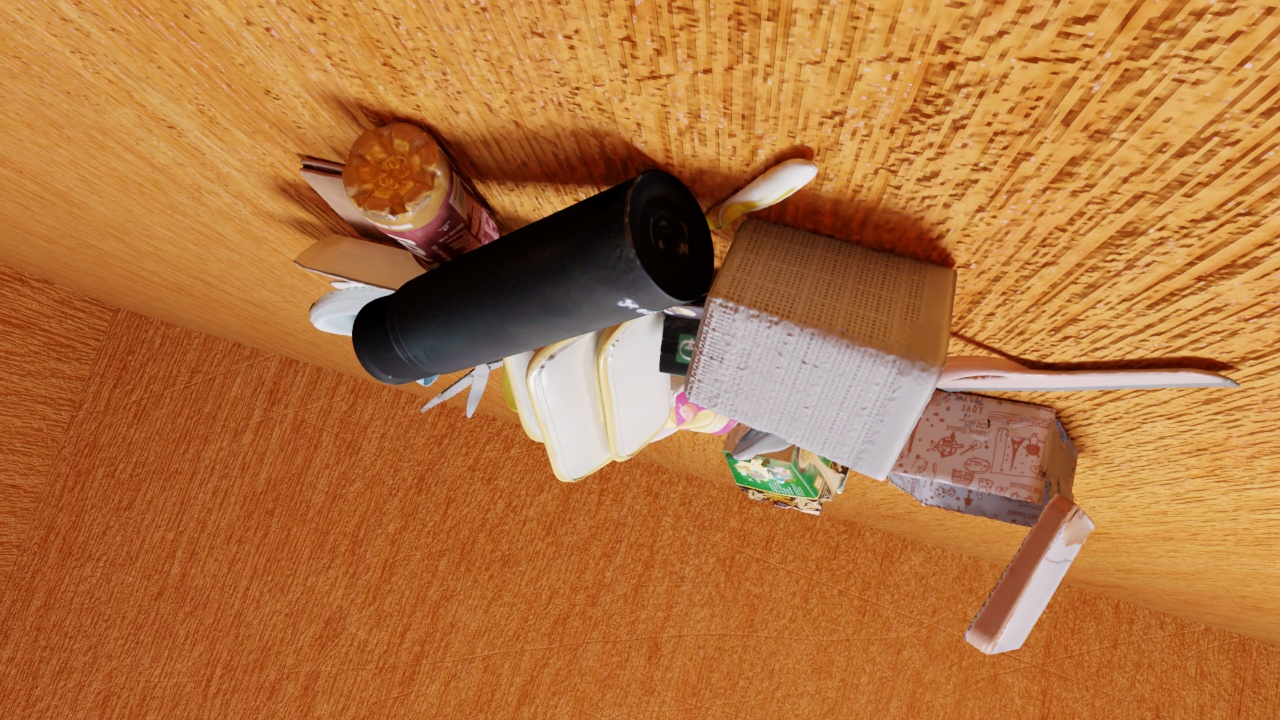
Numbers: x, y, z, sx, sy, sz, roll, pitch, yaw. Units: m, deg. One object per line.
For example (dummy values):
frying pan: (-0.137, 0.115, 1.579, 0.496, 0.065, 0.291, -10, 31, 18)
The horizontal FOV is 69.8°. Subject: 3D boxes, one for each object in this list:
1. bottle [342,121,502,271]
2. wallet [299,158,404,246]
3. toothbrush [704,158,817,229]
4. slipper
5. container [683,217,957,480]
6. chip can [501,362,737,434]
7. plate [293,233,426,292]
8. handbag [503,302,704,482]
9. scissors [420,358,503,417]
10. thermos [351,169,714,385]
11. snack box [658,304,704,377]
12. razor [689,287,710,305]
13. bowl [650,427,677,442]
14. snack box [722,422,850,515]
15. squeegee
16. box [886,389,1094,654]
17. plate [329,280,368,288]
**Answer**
bottle: (-0.124, -0.085, 0.575, 0.057, 0.057, 0.175, 15, 170, 10)
wallet: (-0.178, -0.108, 0.665, 0.101, 0.020, 0.115, 13, 168, 13)
toothbrush: (0.043, -0.072, 0.478, 0.016, 0.018, 0.192, 18, 171, -15)
slipper: (-0.185, -0.010, 0.861, 0.245, 0.074, 0.104, 13, 168, -11)
container: (0.091, -0.011, 0.479, 0.114, 0.090, 0.090, 19, 134, 7)
chip can: (-0.010, 0.021, 0.794, 0.210, 0.071, 0.071, 10, 176, -33)
plate: (-0.145, -0.062, 0.745, 0.266, 0.034, 0.162, 14, -177, 13)
handbag: (-0.004, 0.004, 0.681, 0.063, 0.178, 0.164, 56, 163, 36)
scissors: (-0.139, 0.007, 0.815, 0.159, 0.014, 0.175, -12, 152, 5)
thermos: (-0.067, -0.039, 0.535, 0.243, 0.068, 0.089, -14, 177, 40)
snack box: (0.081, -0.009, 0.625, 0.113, 0.053, 0.125, 10, -172, 37)
razor: (0.076, -0.042, 0.591, 0.042, 0.022, 0.143, 9, -179, -35)
bowl: (0.001, 0.019, 0.898, 0.118, 0.118, 0.064, 25, -153, -40)
snack box: (0.152, 0.084, 0.964, 0.118, 0.117, 0.105, 7, 155, 33)
squeegee: (0.168, 0.022, 0.571, 0.249, 0.040, 0.248, -10, -179, -19)
box: (0.289, 0.144, 0.771, 0.157, 0.192, 0.183, 11, 169, 34)
plate: (-0.215, -0.061, 0.942, 0.164, 0.034, 0.163, 9, 168, 37)
